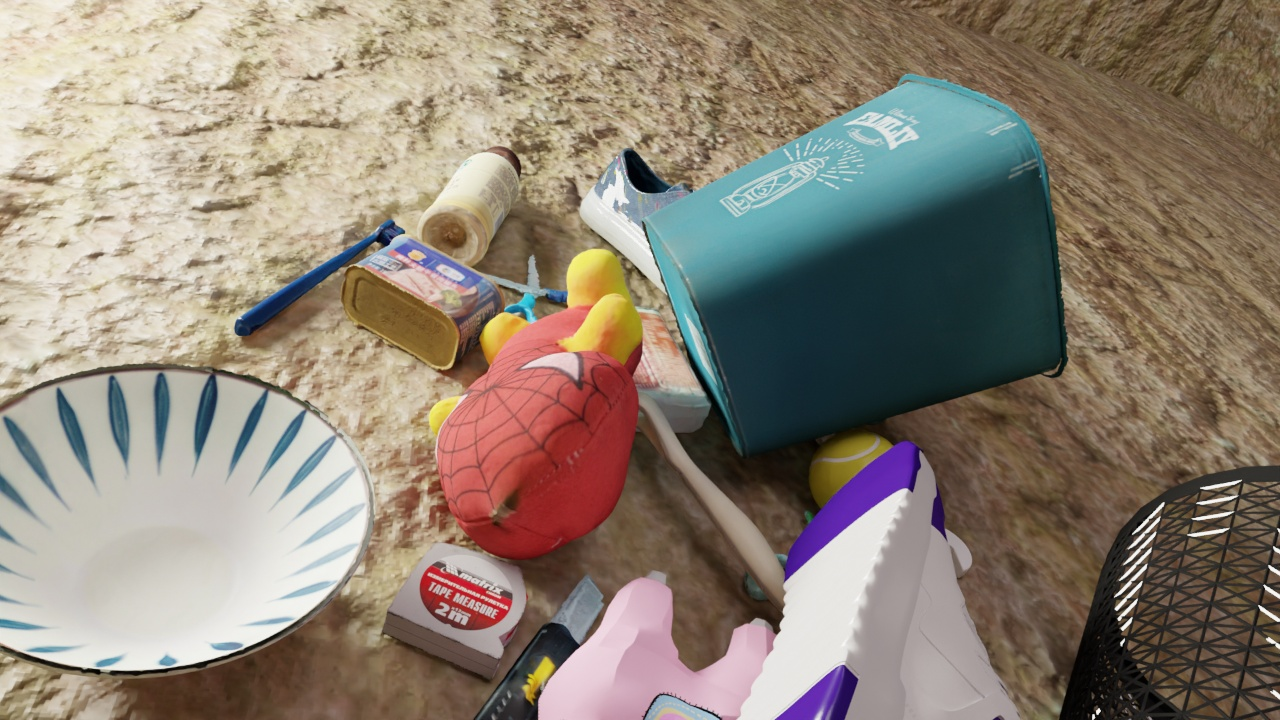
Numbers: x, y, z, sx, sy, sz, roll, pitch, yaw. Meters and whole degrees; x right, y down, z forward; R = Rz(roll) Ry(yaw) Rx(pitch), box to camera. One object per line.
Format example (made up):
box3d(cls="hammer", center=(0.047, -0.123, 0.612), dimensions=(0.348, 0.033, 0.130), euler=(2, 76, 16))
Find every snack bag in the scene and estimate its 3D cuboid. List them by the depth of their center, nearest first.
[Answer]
box3d(cls="snack bag", center=(-0.004, 0.004, 0.675), dimensions=(0.077, 0.036, 0.115), euler=(3, 37, -27))

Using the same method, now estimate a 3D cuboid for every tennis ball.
box3d(cls="tennis ball", center=(0.148, 0.080, 0.627), dimensions=(0.065, 0.065, 0.065), euler=(15, 34, -11))

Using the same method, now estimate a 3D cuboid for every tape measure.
box3d(cls="tape measure", center=(-0.091, 0.126, 0.467), dimensions=(0.060, 0.020, 0.062), euler=(23, 33, 2))

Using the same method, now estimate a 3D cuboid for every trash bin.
box3d(cls="trash bin", center=(0.297, 0.201, 0.427), dimensions=(0.217, 0.217, 0.242), euler=(37, 43, 22))
box3d(cls="trash bin", center=(0.135, -0.057, 0.635), dimensions=(0.218, 0.199, 0.196), euler=(-22, 28, -2))

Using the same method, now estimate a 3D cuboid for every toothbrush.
box3d(cls="toothbrush", center=(-0.225, -0.063, 0.664), dimensions=(0.017, 0.016, 0.189), euler=(31, 34, 2))

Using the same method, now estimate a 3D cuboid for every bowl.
box3d(cls="bowl", center=(-0.215, 0.083, 0.412), dimensions=(0.177, 0.071, 0.177), euler=(15, 34, -11))

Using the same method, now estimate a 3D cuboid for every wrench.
box3d(cls="wrench", center=(0.145, 0.061, 0.703), dimensions=(0.047, 0.009, 0.273), euler=(-9, 44, -38))

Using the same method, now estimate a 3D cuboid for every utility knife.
box3d(cls="utility knife", center=(-0.062, 0.166, 0.431), dimensions=(0.029, 0.020, 0.202), euler=(29, 33, 8))

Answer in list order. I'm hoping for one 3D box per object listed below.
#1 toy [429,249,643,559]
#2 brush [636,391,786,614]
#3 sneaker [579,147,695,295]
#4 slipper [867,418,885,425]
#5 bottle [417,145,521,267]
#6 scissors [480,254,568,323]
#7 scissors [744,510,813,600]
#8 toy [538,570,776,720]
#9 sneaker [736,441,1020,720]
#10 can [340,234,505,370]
box3d(cls="toy", center=(-0.054, 0.026, 0.542), dimensions=(0.099, 0.148, 0.215), euler=(40, 26, -20))
box3d(cls="brush", center=(0.069, 0.110, 0.539), dimensions=(0.077, 0.062, 0.272), euler=(-18, 50, -37))
box3d(cls="sneaker", center=(0.042, -0.110, 0.819), dimensions=(0.235, 0.079, 0.087), euler=(39, 31, 25))
box3d(cls="slipper", center=(0.181, -0.014, 0.786), dimensions=(0.104, 0.059, 0.213), euler=(28, 30, 10))
box3d(cls="bottle", center=(-0.138, -0.137, 0.780), dimensions=(0.056, 0.057, 0.161), euler=(19, 33, -5))
box3d(cls="scissors", center=(-0.078, -0.051, 0.736), dimensions=(0.133, 0.014, 0.127), euler=(6, 32, -15))
box3d(cls="scissors", center=(0.120, 0.142, 0.574), dimensions=(0.131, 0.011, 0.125), euler=(7, 37, -20))
box3d(cls="toy", center=(0.001, 0.174, 0.412), dimensions=(0.123, 0.067, 0.157), euler=(25, 38, 2))
box3d(cls="sneaker", center=(0.125, 0.135, 0.421), dimensions=(0.111, 0.092, 0.243), euler=(41, 38, -2))
box3d(cls="can", center=(-0.153, -0.040, 0.639), dimensions=(0.100, 0.054, 0.058), euler=(29, 36, 11))
